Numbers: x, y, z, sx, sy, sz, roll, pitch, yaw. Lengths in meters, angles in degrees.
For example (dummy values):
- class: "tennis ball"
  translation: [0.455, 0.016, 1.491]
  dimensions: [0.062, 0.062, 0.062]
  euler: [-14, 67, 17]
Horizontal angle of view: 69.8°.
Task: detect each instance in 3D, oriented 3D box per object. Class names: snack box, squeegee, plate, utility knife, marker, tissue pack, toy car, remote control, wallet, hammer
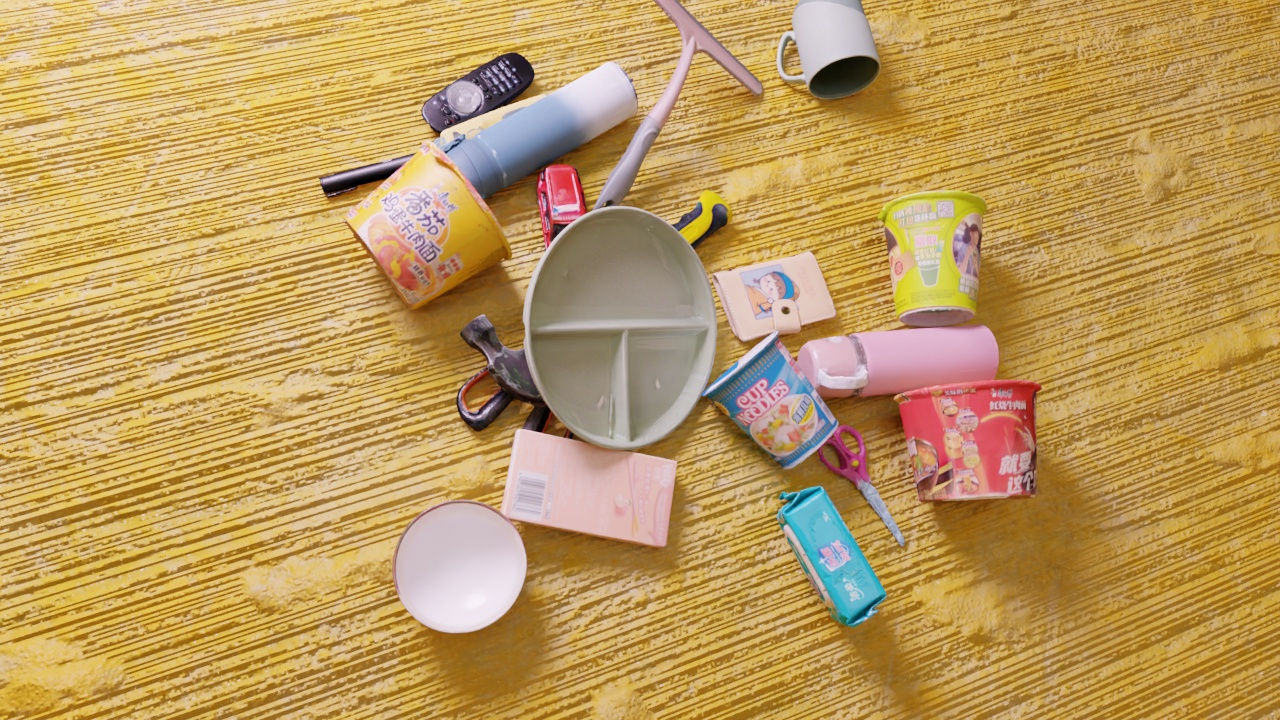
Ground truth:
- class: "snack box"
  translation: [-0.047, 0.121, 0.858]
  dimensions: [0.157, 0.026, 0.084]
  euler: [13, 71, -14]
- class: "squeegee"
  translation: [0.015, -0.260, 0.976]
  dimensions: [0.247, 0.040, 0.249]
  euler: [30, 85, -39]
- class: "plate"
  translation: [-0.017, -0.030, 0.870]
  dimensions: [0.229, 0.028, 0.230]
  euler: [0, 90, -40]
- class: "utility knife"
  translation: [-0.154, -0.252, 0.984]
  dimensions: [0.166, 0.018, 0.031]
  euler: [-29, 89, -21]
- class: "marker"
  translation: [-0.264, -0.196, 0.951]
  dimensions: [0.132, 0.020, 0.022]
  euler: [-19, 91, -15]
- class: "tissue pack"
  translation: [0.172, 0.177, 0.851]
  dimensions: [0.050, 0.093, 0.133]
  euler: [-29, 77, -2]
- class: "toy car"
  translation: [-0.079, -0.148, 0.952]
  dimensions: [0.053, 0.045, 0.120]
  euler: [-8, 74, -11]
- class: "remote control"
  translation: [-0.175, -0.287, 0.995]
  dimensions: [0.136, 0.024, 0.053]
  euler: [-38, 85, -18]
- class: "wallet"
  translation: [0.143, -0.066, 0.972]
  dimensions: [0.115, 0.024, 0.087]
  euler: [-13, 68, -15]
- class: "hammer"
  translation: [-0.019, -0.071, 0.924]
  dimensions: [0.322, 0.032, 0.126]
  euler: [-40, 93, -27]

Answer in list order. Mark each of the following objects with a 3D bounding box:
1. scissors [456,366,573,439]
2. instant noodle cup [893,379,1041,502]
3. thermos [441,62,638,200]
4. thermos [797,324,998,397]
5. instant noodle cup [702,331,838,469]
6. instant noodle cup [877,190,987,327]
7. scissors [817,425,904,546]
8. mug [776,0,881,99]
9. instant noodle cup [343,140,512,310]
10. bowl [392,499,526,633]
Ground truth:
- class: "scissors"
  translation: [-0.093, -0.008, 0.911]
  dimensions: [0.190, 0.022, 0.229]
  euler: [5, 70, -7]
- class: "instant noodle cup"
  translation: [0.324, 0.082, 0.894]
  dimensions: [0.138, 0.138, 0.108]
  euler: [-1, 79, -10]
- class: "thermos"
  translation: [-0.106, -0.241, 0.969]
  dimensions: [0.220, 0.070, 0.070]
  euler: [-33, 79, -19]
- class: "thermos"
  translation: [0.265, 0.004, 0.935]
  dimensions: [0.198, 0.087, 0.067]
  euler: [-4, 106, -13]
- class: "instant noodle cup"
  translation: [0.133, 0.043, 0.898]
  dimensions: [0.099, 0.099, 0.110]
  euler: [-41, 89, -20]
- class: "instant noodle cup"
  translation: [0.311, -0.102, 0.973]
  dimensions: [0.111, 0.112, 0.123]
  euler: [4, 77, -8]
- class: "scissors"
  translation: [0.227, 0.128, 0.922]
  dimensions: [0.056, 0.017, 0.133]
  euler: [-27, 81, -23]
- class: "mug"
  translation: [0.211, -0.367, 1.066]
  dimensions: [0.112, 0.082, 0.106]
  euler: [-16, 72, 18]
- class: "instant noodle cup"
  translation: [-0.208, -0.123, 0.879]
  dimensions: [0.109, 0.138, 0.138]
  euler: [-38, 80, -11]
- class: "bowl"
  translation: [-0.158, 0.184, 0.811]
  dimensions: [0.113, 0.062, 0.113]
  euler: [3, 72, -8]
